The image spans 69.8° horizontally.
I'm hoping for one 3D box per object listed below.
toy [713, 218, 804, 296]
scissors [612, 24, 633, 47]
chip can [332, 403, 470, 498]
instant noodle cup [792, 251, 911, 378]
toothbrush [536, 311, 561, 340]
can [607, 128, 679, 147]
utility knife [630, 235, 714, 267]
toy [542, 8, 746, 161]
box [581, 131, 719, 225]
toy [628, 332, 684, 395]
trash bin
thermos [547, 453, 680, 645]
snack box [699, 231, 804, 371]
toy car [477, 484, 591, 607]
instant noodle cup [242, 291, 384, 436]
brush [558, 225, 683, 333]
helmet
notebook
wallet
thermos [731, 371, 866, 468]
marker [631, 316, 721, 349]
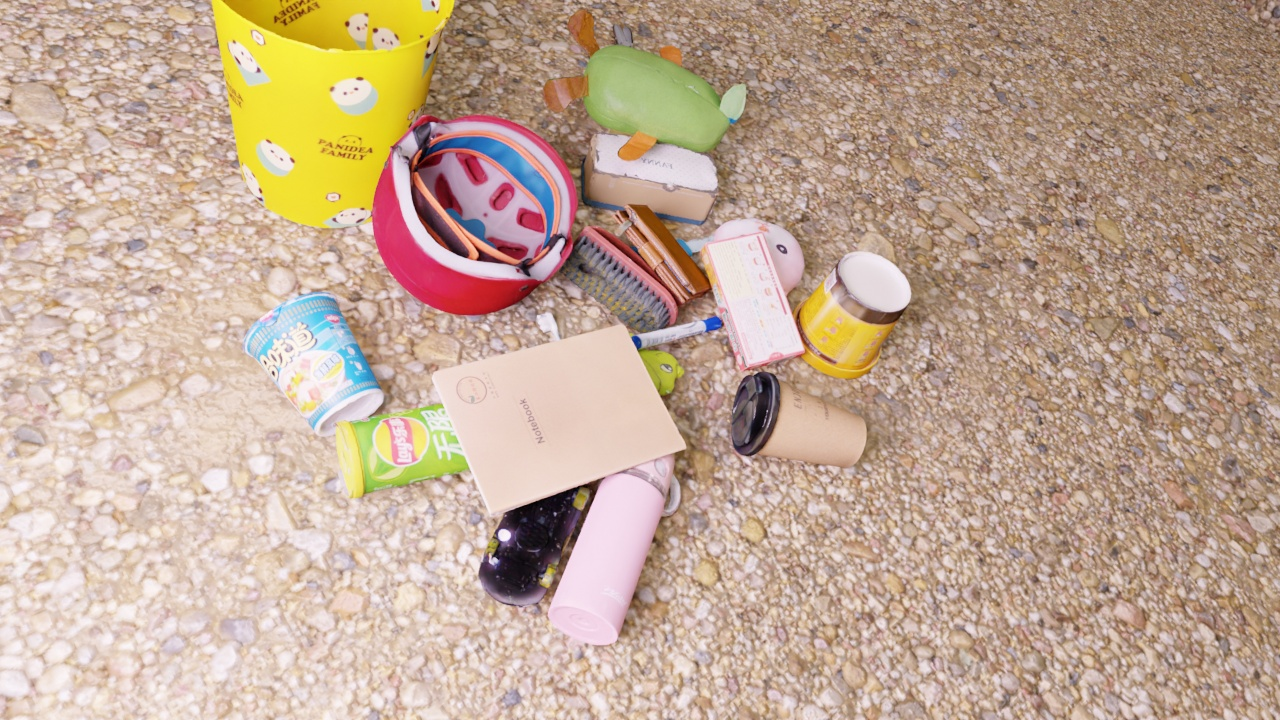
[{"bbox_3d":[0.146,-0.110,1.135,0.121,0.054,0.159,11,59,-11],"label":"toy"},{"bbox_3d":[-0.032,-0.441,1.340,0.143,0.019,0.179,-6,58,-23],"label":"scissors"},{"bbox_3d":[-0.170,0.072,0.865,0.220,0.073,0.072,-10,58,-27],"label":"chip can"},{"bbox_3d":[0.252,-0.058,1.090,0.118,0.115,0.118,10,52,-12],"label":"instant noodle cup"},{"bbox_3d":[-0.073,0.019,0.978,0.016,0.016,0.180,-16,60,-20],"label":"toothbrush"},{"bbox_3d":[0.012,-0.314,1.236,0.102,0.057,0.083,23,52,-2],"label":"can"},{"bbox_3d":[0.030,-0.132,1.128,0.217,0.018,0.034,-15,73,-29],"label":"utility knife"},{"bbox_3d":[0.005,-0.333,1.157,0.246,0.090,0.226,22,61,-7],"label":"toy"},{"bbox_3d":[0.006,-0.234,1.171,0.184,0.061,0.089,8,51,-12],"label":"box"},{"bbox_3d":[-0.006,0.006,1.002,0.096,0.031,0.100,-21,59,-32],"label":"toy"},{"bbox_3d":[-0.326,-0.292,0.963,0.229,0.256,0.229,10,51,-13],"label":"trash bin"},{"bbox_3d":[-0.015,0.168,0.860,0.087,0.067,0.198,47,43,-24],"label":"thermos"},{"bbox_3d":[0.131,-0.070,1.076,0.077,0.027,0.155,-14,78,-18],"label":"snack box"},{"bbox_3d":[-0.099,0.157,0.845,0.070,0.042,0.157,25,49,-1],"label":"toy car"},{"bbox_3d":[-0.299,0.009,0.858,0.099,0.099,0.110,-28,77,-34],"label":"instant noodle cup"},{"bbox_3d":[-0.016,-0.091,1.043,0.146,0.063,0.069,38,51,-5],"label":"brush"},{"bbox_3d":[-0.183,-0.146,0.979,0.207,0.144,0.239,40,40,-7],"label":"helmet"},{"bbox_3d":[-0.074,0.049,0.866,0.207,0.008,0.147,-16,67,-29],"label":"notebook"},{"bbox_3d":[0.027,-0.126,1.062,0.130,0.035,0.118,51,22,5],"label":"wallet"},{"bbox_3d":[0.166,0.069,0.983,0.143,0.093,0.092,16,50,-17],"label":"thermos"},{"bbox_3d":[0.040,-0.031,1.034,0.145,0.017,0.017,-15,60,-44],"label":"marker"}]
